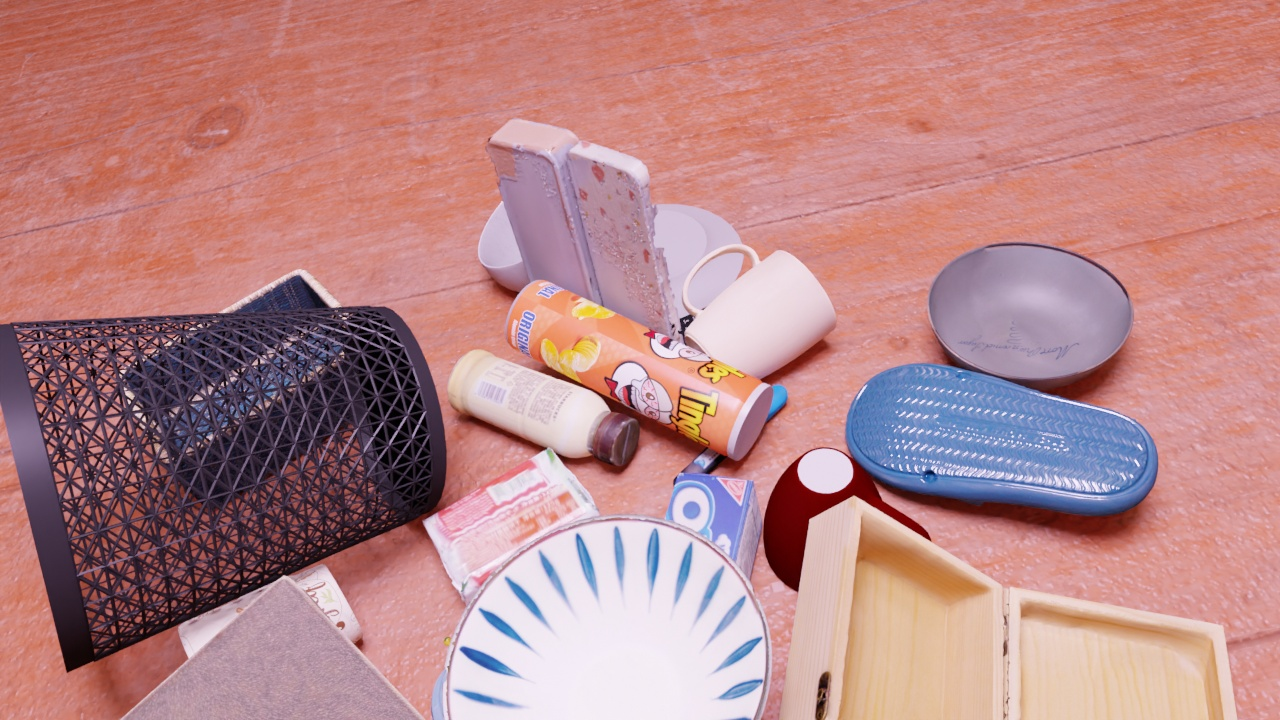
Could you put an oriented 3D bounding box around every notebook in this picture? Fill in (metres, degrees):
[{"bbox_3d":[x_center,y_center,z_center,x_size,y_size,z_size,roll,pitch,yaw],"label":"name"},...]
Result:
[{"bbox_3d":[-0.209,0.261,0.526,0.215,0.035,0.189,42,66,13],"label":"notebook"}]

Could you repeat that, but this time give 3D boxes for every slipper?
[{"bbox_3d":[0.245,0.063,0.649,0.214,0.059,0.103,12,60,37],"label":"slipper"}]

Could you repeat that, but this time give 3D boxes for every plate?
[{"bbox_3d":[0.011,-0.103,0.878,0.173,0.019,0.172,-6,47,6],"label":"plate"}]

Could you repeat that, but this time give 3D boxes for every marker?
[{"bbox_3d":[0.071,0.061,0.717,0.122,0.015,0.018,-40,58,-20],"label":"marker"}]

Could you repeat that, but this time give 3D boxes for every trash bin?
[{"bbox_3d":[-0.281,0.062,0.631,0.242,0.217,0.217,-14,41,-34],"label":"trash bin"}]

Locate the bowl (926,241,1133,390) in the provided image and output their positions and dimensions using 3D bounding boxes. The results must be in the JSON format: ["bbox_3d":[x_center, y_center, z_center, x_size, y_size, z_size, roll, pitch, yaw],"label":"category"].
[{"bbox_3d":[0.299,-0.024,0.718,0.151,0.057,0.150,-6,47,7],"label":"bowl"}]

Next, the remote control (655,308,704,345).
[{"bbox_3d":[0.074,-0.036,0.808,0.124,0.010,0.039,-19,47,-5],"label":"remote control"}]

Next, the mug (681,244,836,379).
[{"bbox_3d":[0.085,-0.039,0.749,0.104,0.085,0.111,-37,84,-8],"label":"mug"}]

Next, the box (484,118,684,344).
[{"bbox_3d":[-0.035,-0.083,0.733,0.149,0.217,0.042,16,51,26],"label":"box"}]

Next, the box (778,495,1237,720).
[{"bbox_3d":[0.195,0.227,0.492,0.261,0.097,0.246,16,52,4],"label":"box"}]

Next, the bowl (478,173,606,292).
[{"bbox_3d":[-0.083,-0.117,0.869,0.132,0.064,0.131,-24,42,23],"label":"bowl"}]

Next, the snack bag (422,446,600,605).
[{"bbox_3d":[-0.095,0.122,0.680,0.115,0.036,0.077,-30,49,-16],"label":"snack bag"}]

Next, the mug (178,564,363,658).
[{"bbox_3d":[-0.258,0.186,0.643,0.097,0.081,0.122,-29,23,-25],"label":"mug"}]

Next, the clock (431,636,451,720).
[{"bbox_3d":[-0.069,0.216,0.552,0.088,0.052,0.124,2,44,-51],"label":"clock"}]

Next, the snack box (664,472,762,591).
[{"bbox_3d":[0.029,0.179,0.587,0.059,0.059,0.225,4,49,20],"label":"snack box"}]

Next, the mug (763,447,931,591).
[{"bbox_3d":[0.137,0.103,0.612,0.114,0.088,0.086,13,52,23],"label":"mug"}]

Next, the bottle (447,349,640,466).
[{"bbox_3d":[-0.078,0.040,0.739,0.162,0.057,0.056,19,54,26],"label":"bottle"}]

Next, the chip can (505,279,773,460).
[{"bbox_3d":[-0.004,0.004,0.716,0.210,0.062,0.062,26,57,22],"label":"chip can"}]

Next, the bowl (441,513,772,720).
[{"bbox_3d":[-0.013,0.178,0.508,0.177,0.071,0.177,-8,47,9],"label":"bowl"}]

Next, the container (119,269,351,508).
[{"bbox_3d":[-0.333,0.020,0.800,0.187,0.071,0.145,-36,51,-21],"label":"container"}]
